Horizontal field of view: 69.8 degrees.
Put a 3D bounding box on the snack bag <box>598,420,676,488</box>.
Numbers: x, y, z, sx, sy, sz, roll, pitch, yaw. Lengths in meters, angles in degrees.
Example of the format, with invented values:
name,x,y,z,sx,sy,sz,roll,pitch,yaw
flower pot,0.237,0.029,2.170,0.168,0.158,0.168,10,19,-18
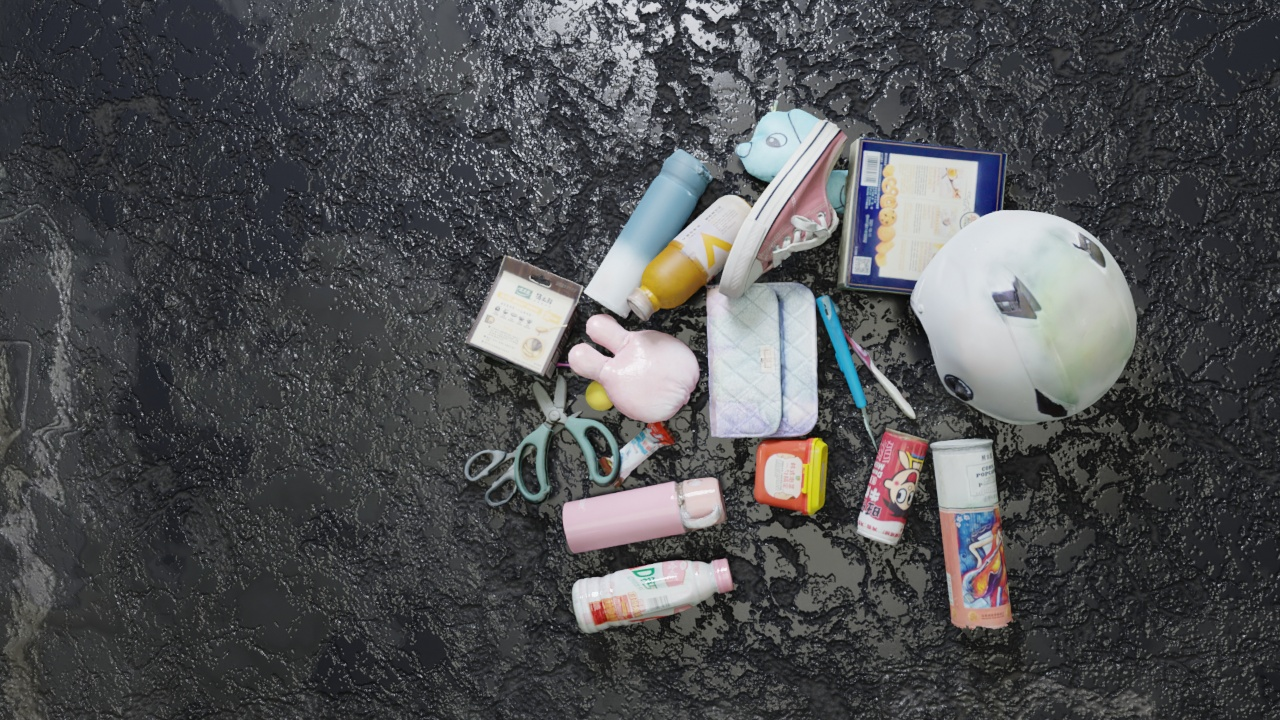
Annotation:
name,x,y,z,sx,sy,sz,roll,pitch,yaw
snack bag,-0.004,0.115,1.170,0.104,0.026,0.048,-37,72,6

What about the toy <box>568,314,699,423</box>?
name,x,y,z,sx,sy,sz,roll,pitch,yaw
toy,-0.007,0.007,1.148,0.159,0.054,0.121,31,69,0

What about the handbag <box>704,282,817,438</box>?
name,x,y,z,sx,sy,sz,roll,pitch,yaw
handbag,0.149,-0.002,1.125,0.134,0.075,0.194,-3,87,11

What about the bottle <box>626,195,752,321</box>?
name,x,y,z,sx,sy,sz,roll,pitch,yaw
bottle,0.063,-0.123,1.125,0.189,0.068,0.068,-43,83,-10

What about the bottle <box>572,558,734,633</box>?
name,x,y,z,sx,sy,sz,roll,pitch,yaw
bottle,0.017,0.287,1.144,0.197,0.068,0.068,-14,86,4

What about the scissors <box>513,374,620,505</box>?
name,x,y,z,sx,sy,sz,roll,pitch,yaw
scissors,-0.114,0.111,1.178,0.176,0.019,0.175,-39,75,7

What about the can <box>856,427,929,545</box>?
name,x,y,z,sx,sy,sz,roll,pitch,yaw
can,0.304,0.152,1.107,0.053,0.053,0.132,17,91,9

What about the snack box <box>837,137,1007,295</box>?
name,x,y,z,sx,sy,sz,roll,pitch,yaw
snack box,0.336,-0.167,1.102,0.182,0.046,0.178,6,90,-2

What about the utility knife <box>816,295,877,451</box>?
name,x,y,z,sx,sy,sz,roll,pitch,yaw
utility knife,0.257,0.017,1.122,0.018,0.034,0.204,-20,93,16

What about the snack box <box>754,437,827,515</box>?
name,x,y,z,sx,sy,sz,roll,pitch,yaw
snack box,0.182,0.137,1.115,0.080,0.082,0.091,4,90,19

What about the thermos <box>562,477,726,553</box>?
name,x,y,z,sx,sy,sz,roll,pitch,yaw
thermos,0.005,0.195,1.137,0.199,0.087,0.067,-11,108,9

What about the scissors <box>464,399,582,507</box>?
name,x,y,z,sx,sy,sz,roll,pitch,yaw
scissors,-0.157,0.112,1.200,0.151,0.014,0.170,12,90,8

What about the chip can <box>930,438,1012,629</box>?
name,x,y,z,sx,sy,sz,roll,pitch,yaw
chip can,0.390,0.203,1.084,0.071,0.071,0.214,-6,89,8

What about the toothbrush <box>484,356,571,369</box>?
name,x,y,z,sx,sy,sz,roll,pitch,yaw
toothbrush,-0.110,0.004,1.198,0.189,0.018,0.014,3,90,5

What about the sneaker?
name,x,y,z,sx,sy,sz,roll,pitch,yaw
sneaker,0.181,-0.164,1.068,0.088,0.118,0.241,34,84,9

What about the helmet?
name,x,y,z,sx,sy,sz,roll,pitch,yaw
helmet,0.448,-0.045,1.014,0.229,0.146,0.258,-33,98,-9

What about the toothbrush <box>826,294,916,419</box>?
name,x,y,z,sx,sy,sz,roll,pitch,yaw
toothbrush,0.282,-0.004,1.135,0.017,0.016,0.187,-37,83,-4

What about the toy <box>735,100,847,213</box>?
name,x,y,z,sx,sy,sz,roll,pitch,yaw
toy,0.203,-0.248,1.137,0.161,0.050,0.156,-12,89,3

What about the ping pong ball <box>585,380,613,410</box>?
name,x,y,z,sx,sy,sz,roll,pitch,yaw
ping pong ball,-0.050,0.044,1.171,0.040,0.040,0.040,0,88,9

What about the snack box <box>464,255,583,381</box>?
name,x,y,z,sx,sy,sz,roll,pitch,yaw
snack box,-0.146,-0.053,1.177,0.113,0.053,0.125,23,79,8

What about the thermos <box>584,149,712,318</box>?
name,x,y,z,sx,sy,sz,roll,pitch,yaw
thermos,0.011,-0.161,1.158,0.070,0.070,0.220,32,92,8
